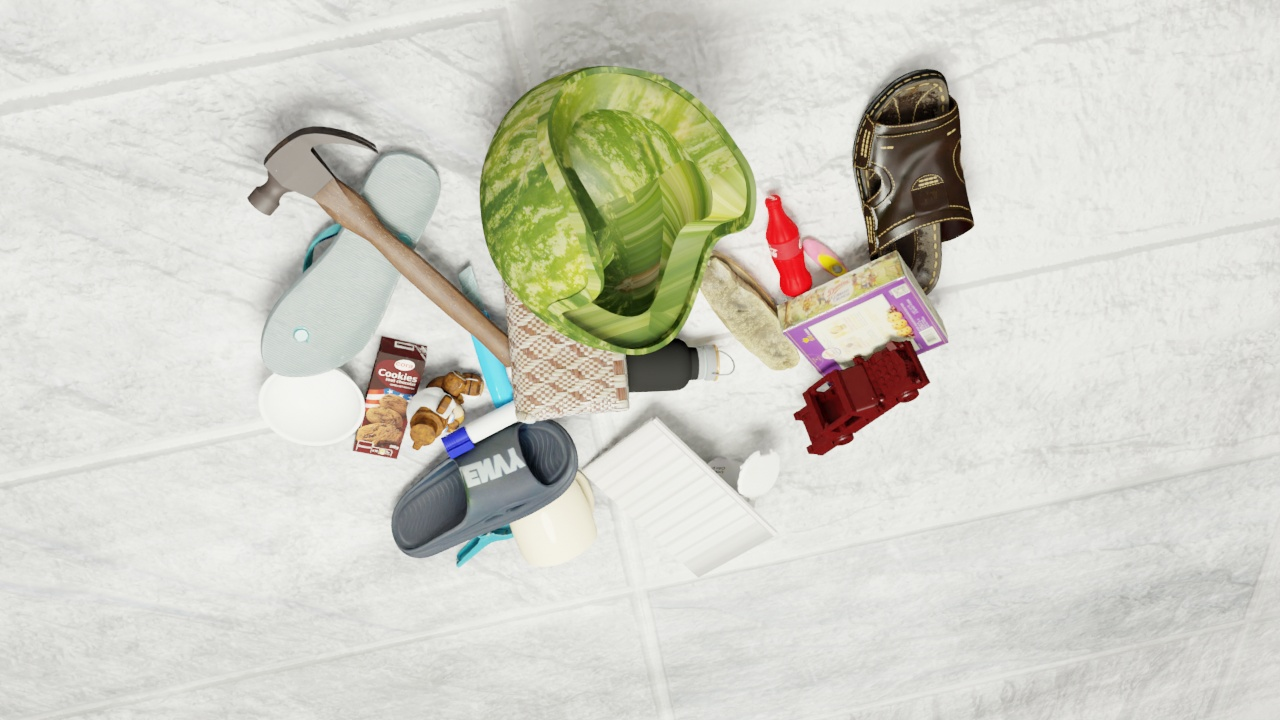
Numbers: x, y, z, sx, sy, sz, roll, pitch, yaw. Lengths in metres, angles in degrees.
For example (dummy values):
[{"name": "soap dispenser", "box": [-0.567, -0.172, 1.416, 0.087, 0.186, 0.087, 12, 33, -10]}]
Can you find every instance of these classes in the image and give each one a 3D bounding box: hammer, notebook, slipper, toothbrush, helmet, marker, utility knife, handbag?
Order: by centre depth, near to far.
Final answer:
[{"name": "helmet", "box": [-0.036, -0.136, 0.836, 0.212, 0.243, 0.248, -29, 163, -23]}, {"name": "hammer", "box": [-0.230, -0.099, 0.913, 0.115, 0.033, 0.323, -42, 124, 4]}, {"name": "slipper", "box": [-0.291, -0.094, 0.939, 0.098, 0.054, 0.269, 32, 102, -30]}, {"name": "slipper", "box": [0.289, -0.169, 0.966, 0.113, 0.075, 0.268, -12, 125, -2]}, {"name": "handbag", "box": [-0.079, -0.031, 0.976, 0.124, 0.047, 0.186, -5, 95, -9]}, {"name": "utility knife", "box": [-0.170, -0.017, 1.025, 0.031, 0.015, 0.206, -13, 129, -5]}, {"name": "toothbrush", "box": [0.229, -0.099, 1.042, 0.135, 0.016, 0.021, 35, 113, -26]}, {"name": "marker", "box": [-0.164, 0.070, 1.058, 0.133, 0.027, 0.023, -27, 139, -9]}, {"name": "slipper", "box": [-0.199, 0.143, 1.065, 0.269, 0.110, 0.083, -29, 151, 17]}, {"name": "notebook", "box": [0.046, 0.173, 1.129, 0.210, 0.009, 0.143, 44, 127, -10]}]

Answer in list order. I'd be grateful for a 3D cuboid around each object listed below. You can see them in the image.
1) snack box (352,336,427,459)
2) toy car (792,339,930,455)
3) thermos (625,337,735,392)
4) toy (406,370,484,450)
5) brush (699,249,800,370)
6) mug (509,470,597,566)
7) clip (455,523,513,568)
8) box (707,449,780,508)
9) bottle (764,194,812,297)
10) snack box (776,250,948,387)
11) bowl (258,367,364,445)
[{"name": "snack box", "box": [-0.284, 0.044, 1.036, 0.051, 0.031, 0.141, 13, 120, -18]}, {"name": "toy car", "box": [0.240, 0.043, 1.045, 0.061, 0.070, 0.170, 7, 143, -38]}, {"name": "thermos", "box": [-0.006, 0.006, 1.042, 0.231, 0.061, 0.061, -2, 124, -9]}, {"name": "toy", "box": [-0.221, 0.056, 1.011, 0.067, 0.112, 0.087, 31, 114, -15]}, {"name": "brush", "box": [0.120, -0.054, 1.034, 0.059, 0.043, 0.195, -35, 124, 13]}, {"name": "mug", "box": [-0.106, 0.178, 1.126, 0.119, 0.096, 0.100, -33, 112, -40]}, {"name": "clip", "box": [-0.193, 0.227, 1.181, 0.127, 0.028, 0.113, -36, 124, 15]}, {"name": "box", "box": [0.118, 0.163, 1.155, 0.083, 0.092, 0.166, -7, 125, -30]}, {"name": "bottle", "box": [0.157, -0.125, 0.997, 0.036, 0.036, 0.119, -20, 124, 4]}, {"name": "snack box", "box": [0.251, -0.040, 1.031, 0.148, 0.040, 0.143, -25, 139, 23]}, {"name": "bowl", "box": [-0.360, 0.039, 1.014, 0.110, 0.040, 0.110, -5, 124, -7]}]
